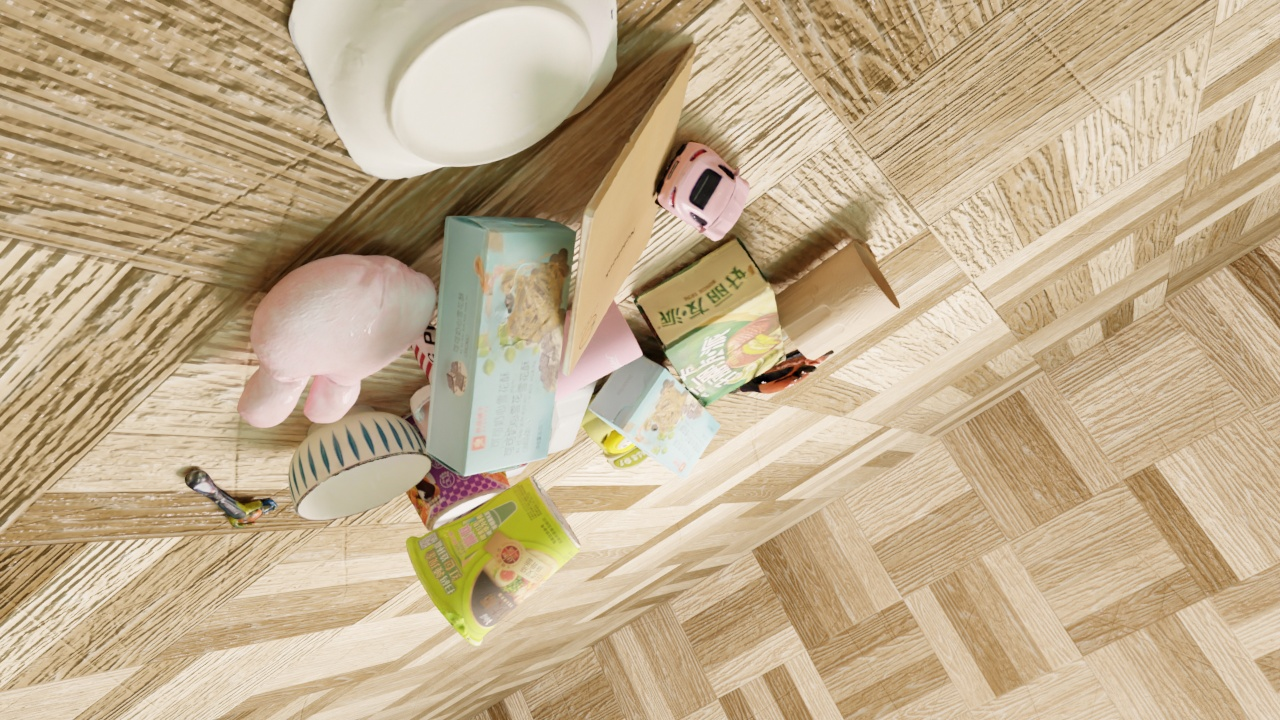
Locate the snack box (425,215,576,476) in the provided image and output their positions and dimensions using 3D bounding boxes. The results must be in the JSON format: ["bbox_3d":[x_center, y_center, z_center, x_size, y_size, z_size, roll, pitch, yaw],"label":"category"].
[{"bbox_3d":[-0.097,-0.011,0.630,0.074,0.052,0.175,-8,113,-45],"label":"snack box"}]

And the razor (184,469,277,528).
[{"bbox_3d":[-0.355,0.122,0.791,0.042,0.022,0.143,-26,159,-12],"label":"razor"}]

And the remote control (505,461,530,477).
[{"bbox_3d":[-0.133,0.096,1.017,0.055,0.020,0.136,-11,154,-40],"label":"remote control"}]

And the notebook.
[{"bbox_3d":[-0.011,-0.091,0.620,0.147,0.008,0.208,-61,174,-27],"label":"notebook"}]

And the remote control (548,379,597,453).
[{"bbox_3d":[-0.077,0.051,0.945,0.048,0.024,0.125,-15,142,-35],"label":"remote control"}]

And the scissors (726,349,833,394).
[{"bbox_3d":[0.116,0.031,1.047,0.209,0.015,0.185,-31,-168,3],"label":"scissors"}]

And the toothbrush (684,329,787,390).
[{"bbox_3d":[0.098,0.012,1.120,0.192,0.016,0.018,-29,170,4],"label":"toothbrush"}]

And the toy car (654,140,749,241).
[{"bbox_3d":[0.052,-0.123,0.683,0.056,0.037,0.122,-58,155,9],"label":"toy car"}]

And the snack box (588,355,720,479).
[{"bbox_3d":[0.019,0.059,0.957,0.074,0.052,0.175,-56,146,-7],"label":"snack box"}]

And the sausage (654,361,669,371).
[{"bbox_3d":[-0.006,0.006,0.962,0.021,0.021,0.165,-35,158,17],"label":"sausage"}]

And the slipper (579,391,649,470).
[{"bbox_3d":[-0.013,0.080,1.049,0.091,0.081,0.190,-31,162,-1],"label":"slipper"}]

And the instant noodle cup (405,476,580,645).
[{"bbox_3d":[-0.123,0.167,0.806,0.123,0.111,0.112,-35,160,-5],"label":"instant noodle cup"}]

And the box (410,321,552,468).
[{"bbox_3d":[-0.112,0.012,0.713,0.087,0.076,0.163,-38,129,-20],"label":"box"}]

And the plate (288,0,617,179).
[{"bbox_3d":[-0.082,-0.150,0.474,0.164,0.034,0.164,-24,160,-8],"label":"plate"}]

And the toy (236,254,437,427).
[{"bbox_3d":[-0.206,-0.011,0.611,0.121,0.054,0.160,1,138,-51],"label":"toy"}]

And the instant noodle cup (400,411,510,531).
[{"bbox_3d":[-0.178,0.101,0.859,0.111,0.099,0.112,-23,158,-10],"label":"instant noodle cup"}]

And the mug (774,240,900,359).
[{"bbox_3d":[0.201,-0.069,0.959,0.104,0.084,0.124,-35,-162,22],"label":"mug"}]

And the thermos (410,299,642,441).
[{"bbox_3d":[-0.101,0.008,0.786,0.198,0.067,0.087,-26,153,-2],"label":"thermos"}]

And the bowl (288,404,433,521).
[{"bbox_3d":[-0.241,0.079,0.771,0.116,0.066,0.117,-24,160,-9],"label":"bowl"}]

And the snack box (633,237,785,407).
[{"bbox_3d":[0.078,-0.029,0.925,0.114,0.063,0.240,-31,161,2],"label":"snack box"}]
